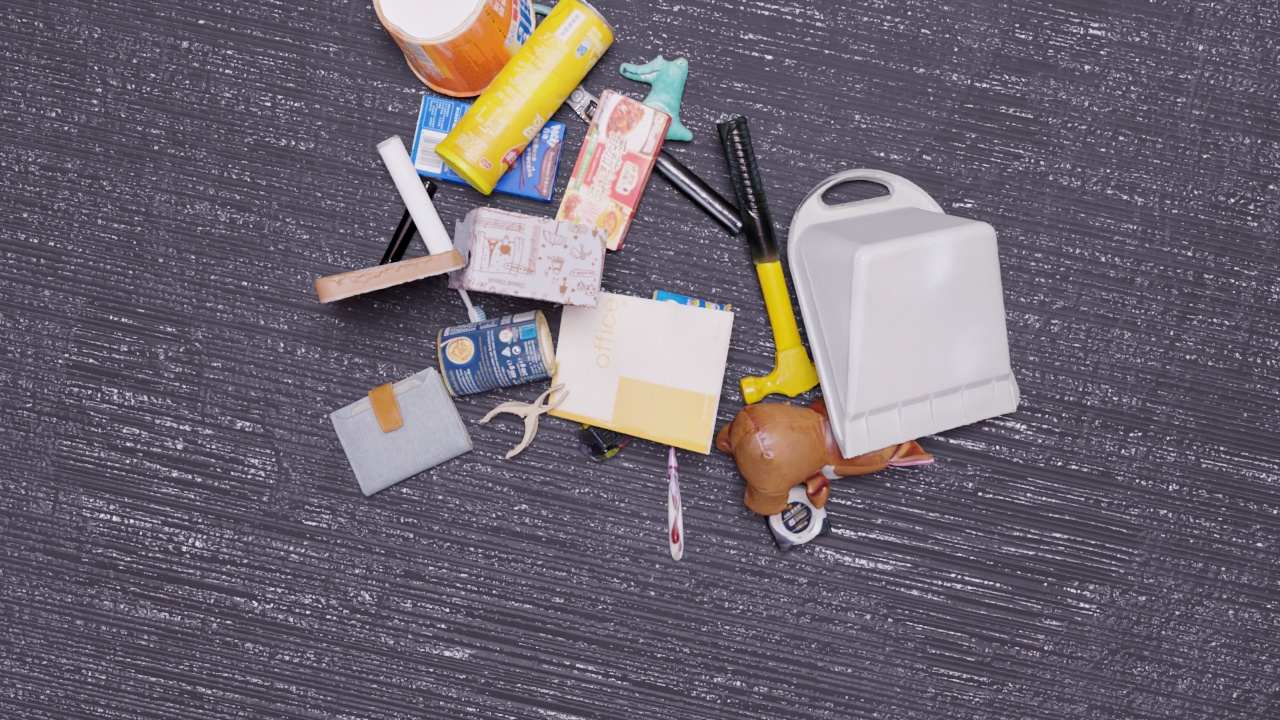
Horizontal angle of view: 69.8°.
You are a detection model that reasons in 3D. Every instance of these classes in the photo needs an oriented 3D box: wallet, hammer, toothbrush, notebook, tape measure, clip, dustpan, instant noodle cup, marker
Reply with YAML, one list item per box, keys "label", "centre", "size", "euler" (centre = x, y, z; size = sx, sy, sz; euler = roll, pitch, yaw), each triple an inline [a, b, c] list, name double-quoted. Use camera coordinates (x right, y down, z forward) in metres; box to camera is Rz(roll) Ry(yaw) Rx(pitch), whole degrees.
- label: "wallet"
  centre: [-0.265, 0.076, 1.009]
  size: [0.130, 0.037, 0.106]
  euler: [-24, 93, 2]
- label: "hammer"
  centre: [0.135, -0.106, 0.971]
  size: [0.129, 0.033, 0.301]
  euler: [-17, 102, -2]
- label: "toothbrush"
  centre: [0.037, 0.129, 1.015]
  size: [0.016, 0.017, 0.187]
  euler: [-2, 93, 0]
- label: "notebook"
  centre: [-0.006, 0.006, 0.960]
  size: [0.207, 0.010, 0.146]
  euler: [12, 95, 32]
- label: "tape measure"
  centre: [0.169, 0.168, 1.007]
  size: [0.066, 0.033, 0.066]
  euler: [-22, 95, 1]
- label: "clip"
  centre: [-0.133, 0.055, 1.000]
  size: [0.096, 0.035, 0.101]
  euler: [29, 103, 5]
- label: "toothbrush"
  centre: [0.027, -0.209, 0.987]
  size: [0.212, 0.026, 0.027]
  euler: [38, 105, -3]
- label: "dustpan"
  centre: [0.261, -0.064, 0.955]
  size: [0.222, 0.143, 0.258]
  euler: [-12, 109, -19]
- label: "instant noodle cup"
  centre: [-0.194, -0.359, 0.933]
  size: [0.151, 0.111, 0.151]
  euler: [-1, 87, 9]
- label: "marker"
  centre: [-0.260, -0.138, 1.003]
  size: [0.020, 0.022, 0.132]
  euler: [28, 94, 6]
- label: "toothbrush"
  centre: [-0.220, -0.133, 0.986]
  size: [0.027, 0.026, 0.221]
  euler: [-13, 107, 42]

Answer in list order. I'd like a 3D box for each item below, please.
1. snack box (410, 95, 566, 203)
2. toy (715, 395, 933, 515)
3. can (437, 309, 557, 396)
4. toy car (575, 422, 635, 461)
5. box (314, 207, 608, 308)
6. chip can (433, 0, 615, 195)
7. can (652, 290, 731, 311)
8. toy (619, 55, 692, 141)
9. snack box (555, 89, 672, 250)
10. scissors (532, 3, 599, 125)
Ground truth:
- label: "snack box"
  centre: [-0.165, -0.228, 0.993]
  size: [0.157, 0.026, 0.084]
  euler: [12, 92, 0]
- label: "toy"
  centre: [0.190, 0.089, 0.962]
  size: [0.199, 0.131, 0.140]
  euler: [-17, 54, -8]
- label: "can"
  centre: [-0.151, -0.008, 0.980]
  size: [0.111, 0.075, 0.075]
  euler: [-11, 93, 4]
- label: "toy car"
  centre: [-0.023, 0.066, 1.006]
  size: [0.106, 0.031, 0.049]
  euler: [-40, 89, 10]
- label: "box"
  centre: [-0.180, -0.093, 0.894]
  size: [0.260, 0.179, 0.103]
  euler: [6, 93, -18]
- label: "chip can"
  centre: [-0.119, -0.274, 0.943]
  size: [0.072, 0.072, 0.213]
  euler: [39, 88, -1]
- label: "can"
  centre: [0.045, -0.020, 0.987]
  size: [0.083, 0.057, 0.102]
  euler: [13, 93, 3]
- label: "toy"
  centre: [0.019, -0.287, 0.987]
  size: [0.096, 0.030, 0.092]
  euler: [15, 89, 8]
- label: "snack box"
  centre: [-0.030, -0.201, 0.973]
  size: [0.075, 0.025, 0.153]
  euler: [25, 107, 5]
- label: "scissors"
  centre: [-0.079, -0.321, 0.992]
  size: [0.185, 0.019, 0.129]
  euler: [22, 94, -2]
